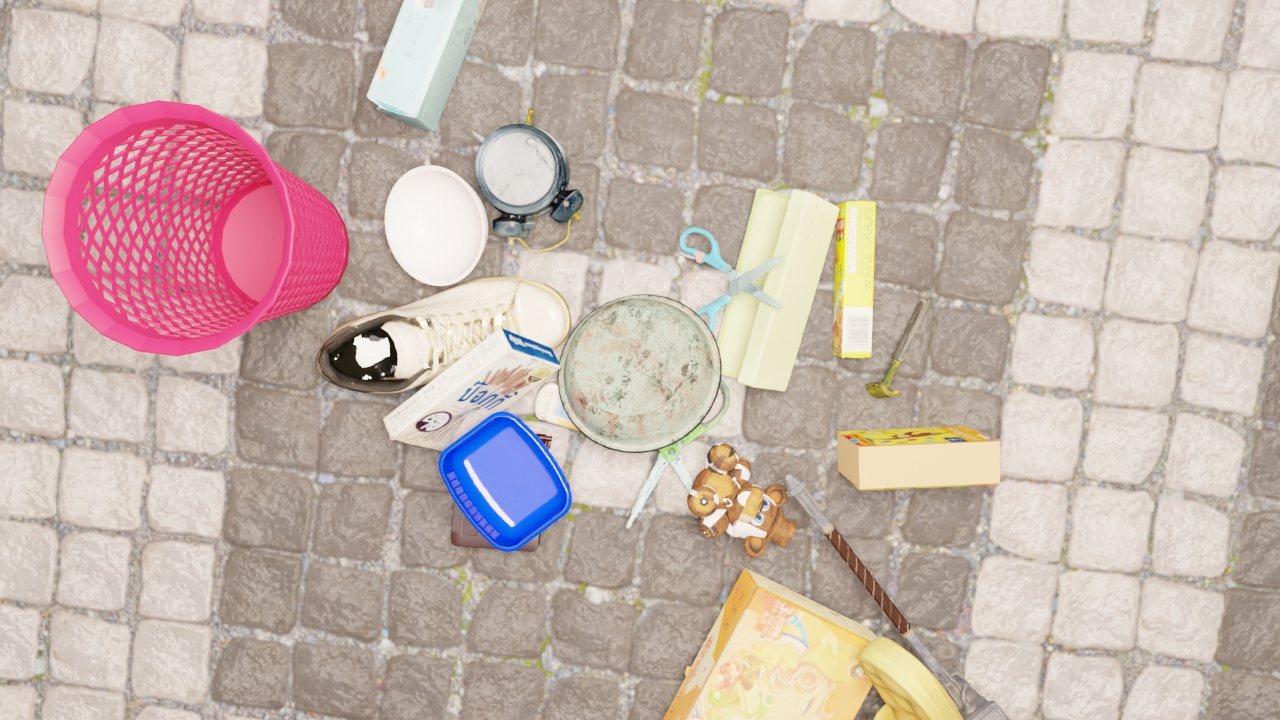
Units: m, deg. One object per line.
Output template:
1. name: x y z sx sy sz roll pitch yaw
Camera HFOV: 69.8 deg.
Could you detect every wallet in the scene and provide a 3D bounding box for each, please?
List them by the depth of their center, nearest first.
1. wallet: -0.137 0.127 0.903 0.091 0.018 0.115 4 92 0

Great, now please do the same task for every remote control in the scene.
1. remote control: -0.041 0.054 0.897 0.125 0.018 0.038 17 94 -3

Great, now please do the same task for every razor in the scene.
1. razor: 0.254 -0.013 0.886 0.026 0.042 0.106 27 84 1

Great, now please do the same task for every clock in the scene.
1. clock: -0.107 -0.165 0.865 0.090 0.052 0.129 -21 98 1

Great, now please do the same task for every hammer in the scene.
1. hammer: 0.236 0.236 0.868 0.044 0.098 0.322 -38 93 -2

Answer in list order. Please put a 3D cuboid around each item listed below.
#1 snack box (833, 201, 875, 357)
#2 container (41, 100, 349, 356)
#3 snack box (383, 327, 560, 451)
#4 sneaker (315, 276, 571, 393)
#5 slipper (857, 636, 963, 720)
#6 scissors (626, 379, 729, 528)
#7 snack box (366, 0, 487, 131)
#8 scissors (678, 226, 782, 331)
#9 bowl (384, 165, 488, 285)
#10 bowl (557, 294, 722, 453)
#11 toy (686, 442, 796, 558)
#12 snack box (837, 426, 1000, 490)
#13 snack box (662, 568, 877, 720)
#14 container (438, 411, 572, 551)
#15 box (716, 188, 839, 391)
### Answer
1. snack box: 0.203 -0.077 0.875 0.029 0.040 0.148 0 94 -1
2. container: -0.345 -0.103 0.780 0.183 0.225 0.183 0 94 0
3. snack box: -0.155 0.030 0.846 0.150 0.082 0.026 -36 62 16
4. sneaker: -0.186 -0.023 0.848 0.241 0.102 0.089 -13 94 0
5. slipper: 0.254 0.359 0.834 0.078 0.099 0.263 -40 119 -18
6. scissors: 0.024 0.085 0.892 0.168 0.023 0.171 33 86 -19
7. snack box: -0.188 -0.303 0.841 0.053 0.075 0.175 22 94 -2
8. scissors: 0.075 -0.064 0.860 0.015 0.136 0.126 -4 122 -41
9. bowl: -0.183 -0.128 0.864 0.110 0.040 0.110 6 105 22
10. bowl: -0.005 0.005 0.851 0.157 0.038 0.157 -3 71 10
11. toy: 0.098 0.139 0.878 0.112 0.067 0.087 30 65 -5
12. snack box: 0.258 0.091 0.863 0.126 0.088 0.040 -2 94 0
13. snack box: 0.120 0.319 0.883 0.145 0.080 0.195 27 93 -7
14. container: -0.124 0.112 0.867 0.096 0.058 0.114 -37 89 -1
15. box: 0.132 -0.066 0.871 0.077 0.089 0.188 12 94 -32
